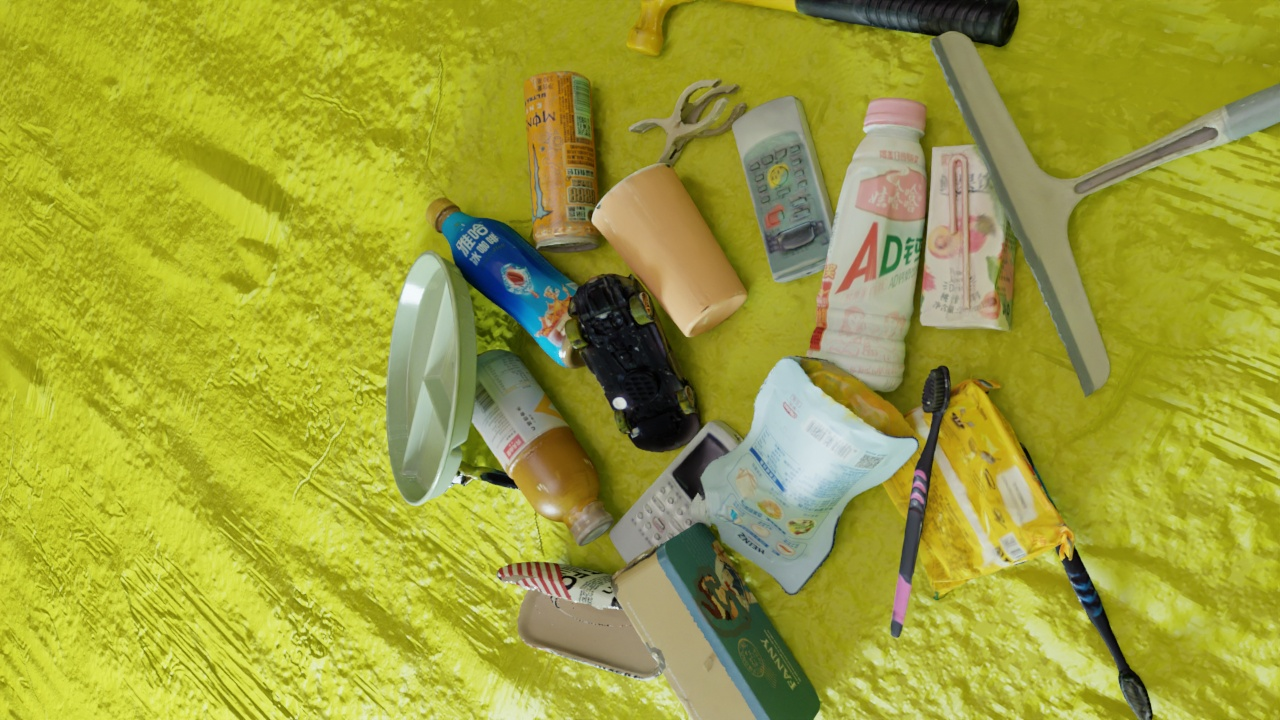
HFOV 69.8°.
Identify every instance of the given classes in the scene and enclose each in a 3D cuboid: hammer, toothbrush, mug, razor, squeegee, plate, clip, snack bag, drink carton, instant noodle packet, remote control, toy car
[{"bbox_3d":[0.123,-0.271,0.678,0.301,0.032,0.129,23,104,30],"label":"hammer"},{"bbox_3d":[0.182,0.096,0.607,0.014,0.017,0.189,17,104,48],"label":"toothbrush"},{"bbox_3d":[0.027,-0.084,0.722,0.078,0.078,0.122,-40,76,27],"label":"mug"},{"bbox_3d":[-0.139,0.110,0.860,0.143,0.022,0.043,6,120,30],"label":"razor"},{"bbox_3d":[0.338,-0.136,0.539,0.247,0.039,0.246,-24,96,25],"label":"squeegee"},{"bbox_3d":[-0.192,0.016,0.833,0.231,0.027,0.230,-16,71,60],"label":"plate"},{"bbox_3d":[0.036,-0.190,0.737,0.100,0.034,0.072,-28,76,38],"label":"clip"},{"bbox_3d":[0.107,0.086,0.656,0.110,0.038,0.191,30,132,4],"label":"snack bag"},{"bbox_3d":[0.220,-0.082,0.611,0.054,0.045,0.122,5,93,33],"label":"drink carton"},{"bbox_3d":[0.218,0.087,0.616,0.111,0.044,0.128,-36,69,37],"label":"instant noodle packet"},{"bbox_3d":[0.284,0.141,0.593,0.014,0.016,0.189,-28,75,29],"label":"toothbrush"},{"bbox_3d":[0.111,-0.130,0.696,0.056,0.019,0.135,-18,81,32],"label":"remote control"},{"bbox_3d":[0.034,0.116,0.749,0.058,0.021,0.150,49,115,22],"label":"remote control"},{"bbox_3d":[-0.004,0.004,0.736,0.070,0.042,0.158,-18,111,19],"label":"toy car"}]

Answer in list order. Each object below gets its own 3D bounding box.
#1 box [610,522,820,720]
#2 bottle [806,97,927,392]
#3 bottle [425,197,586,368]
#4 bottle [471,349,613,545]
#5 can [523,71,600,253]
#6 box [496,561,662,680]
[{"bbox_3d":[0.060,0.217,0.688,0.063,0.089,0.184,-41,79,24],"label":"box"},{"bbox_3d":[0.163,-0.079,0.637,0.068,0.068,0.197,12,95,32],"label":"bottle"},{"bbox_3d":[-0.116,-0.078,0.815,0.219,0.065,0.065,39,111,25],"label":"bottle"},{"bbox_3d":[-0.091,0.075,0.801,0.068,0.067,0.189,-48,67,24],"label":"bottle"},{"bbox_3d":[-0.067,-0.169,0.786,0.058,0.058,0.146,-5,88,33],"label":"can"},{"bbox_3d":[-0.049,0.218,0.773,0.162,0.075,0.086,2,90,33],"label":"box"}]
